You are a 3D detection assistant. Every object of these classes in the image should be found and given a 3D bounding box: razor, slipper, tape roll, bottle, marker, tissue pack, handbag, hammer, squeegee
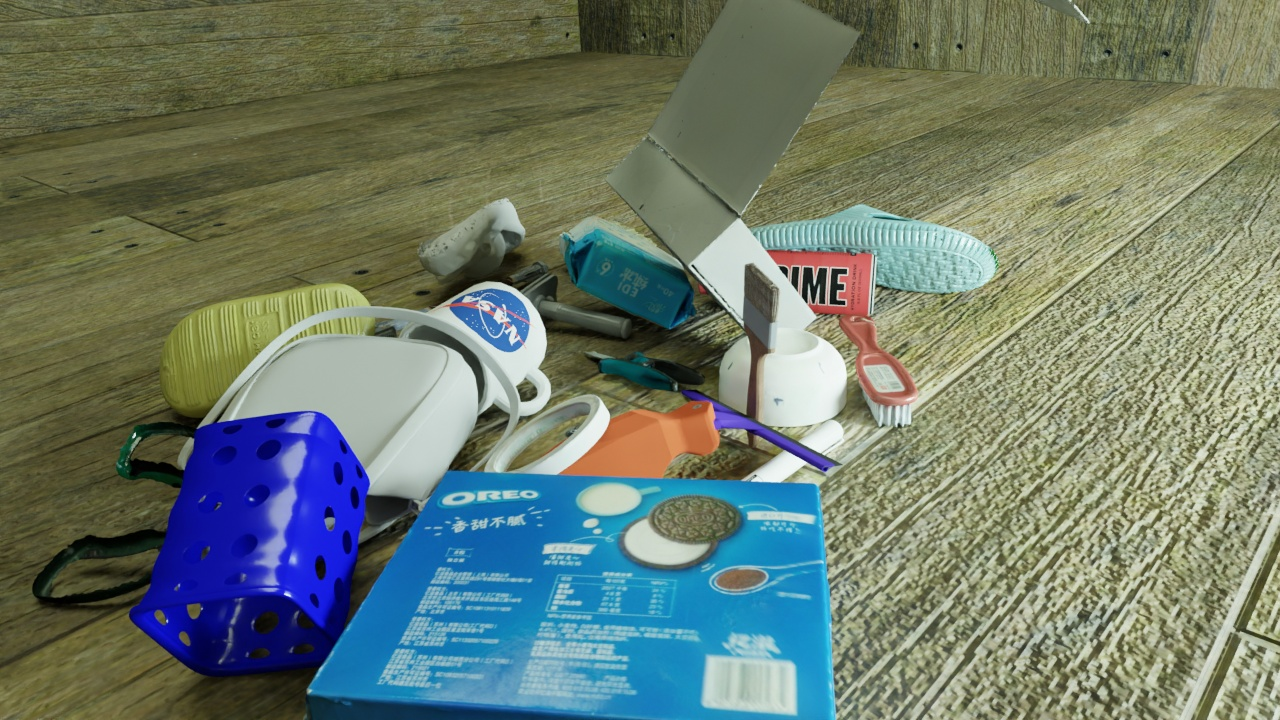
[{"bbox_3d":[-0.064,-0.044,0.904,0.116,0.047,0.088,15,29,18],"label":"razor"},{"bbox_3d":[-0.312,-0.010,0.787,0.190,0.091,0.081,-17,-9,4],"label":"slipper"},{"bbox_3d":[-0.187,-0.134,1.043,0.112,0.074,0.246,-43,7,13],"label":"slipper"},{"bbox_3d":[-0.063,0.055,0.617,0.093,0.013,0.093,-29,18,10],"label":"tape roll"},{"bbox_3d":[0.147,-0.081,0.931,0.177,0.062,0.062,4,25,14],"label":"bottle"},{"bbox_3d":[0.102,0.075,0.648,0.133,0.017,0.020,-26,70,-41],"label":"marker"},{"bbox_3d":[-0.015,-0.089,0.922,0.144,0.062,0.092,26,19,-18],"label":"tissue pack"},{"bbox_3d":[-0.214,0.063,0.635,0.216,0.096,0.222,4,38,15],"label":"handbag"},{"bbox_3d":[-0.200,-0.057,0.947,0.099,0.044,0.321,14,27,32],"label":"hammer"},{"bbox_3d":[-0.005,0.063,0.637,0.184,0.055,0.250,-22,14,-13],"label":"squeegee"},{"bbox_3d":[0.231,-0.124,0.965,0.277,0.069,0.116,4,-20,23],"label":"slipper"}]

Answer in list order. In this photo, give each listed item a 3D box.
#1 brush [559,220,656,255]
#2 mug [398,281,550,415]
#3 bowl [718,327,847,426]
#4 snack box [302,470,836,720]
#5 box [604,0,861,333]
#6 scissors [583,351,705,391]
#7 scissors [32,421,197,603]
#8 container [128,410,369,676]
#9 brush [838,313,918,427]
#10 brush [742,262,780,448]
[{"bbox_3d":[-0.034,-0.120,1.043,0.075,0.055,0.136,-9,25,-25],"label":"brush"},{"bbox_3d":[-0.128,0.001,0.764,0.121,0.091,0.089,39,34,5],"label":"mug"},{"bbox_3d":[0.116,0.008,0.751,0.105,0.054,0.104,-3,26,1],"label":"bowl"},{"bbox_3d":[-0.022,0.133,0.485,0.239,0.056,0.195,0,24,9],"label":"snack box"},{"bbox_3d":[0.063,-0.233,0.717,0.148,0.507,0.166,-17,42,-20],"label":"box"},{"bbox_3d":[-0.007,0.006,0.796,0.129,0.019,0.138,0,14,7],"label":"scissors"},{"bbox_3d":[-0.281,0.109,0.565,0.210,0.015,0.154,12,50,25],"label":"scissors"},{"bbox_3d":[-0.203,0.097,0.497,0.085,0.084,0.113,-7,48,3],"label":"container"},{"bbox_3d":[0.196,0.005,0.774,0.041,0.030,0.172,-2,26,2],"label":"brush"},{"bbox_3d":[0.083,0.003,0.654,0.008,0.143,0.045,-11,34,-15],"label":"brush"}]
